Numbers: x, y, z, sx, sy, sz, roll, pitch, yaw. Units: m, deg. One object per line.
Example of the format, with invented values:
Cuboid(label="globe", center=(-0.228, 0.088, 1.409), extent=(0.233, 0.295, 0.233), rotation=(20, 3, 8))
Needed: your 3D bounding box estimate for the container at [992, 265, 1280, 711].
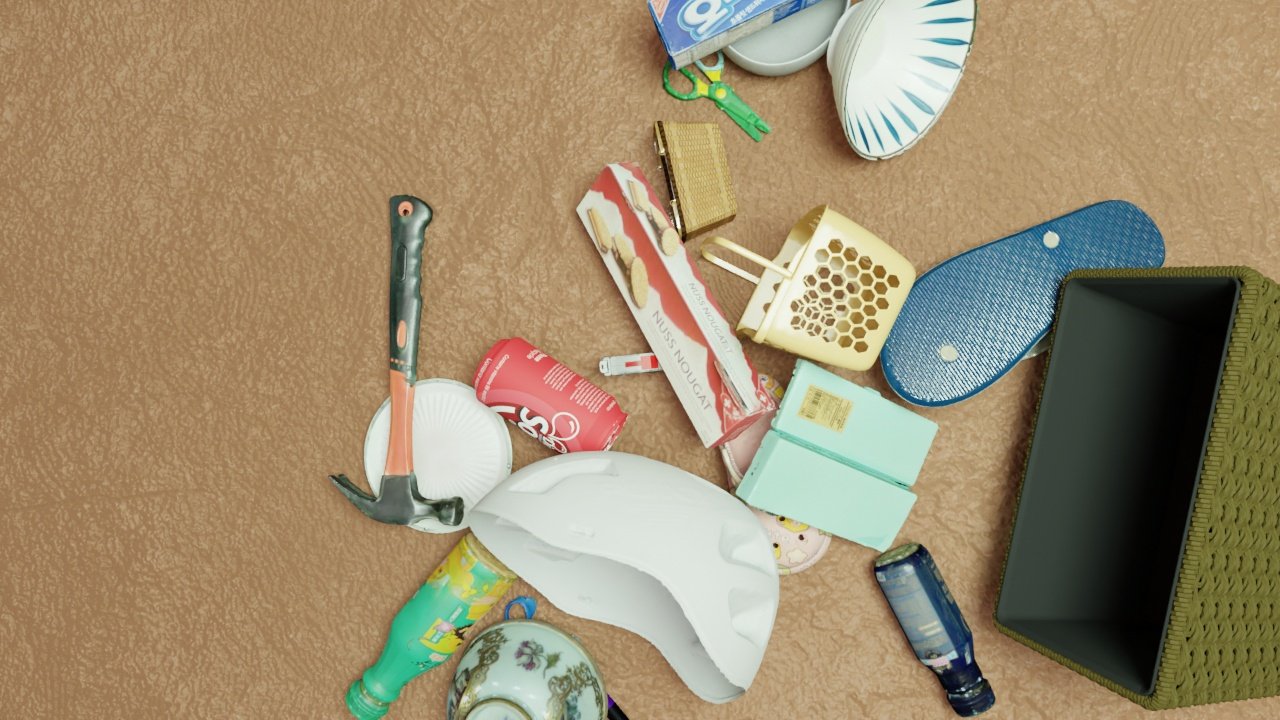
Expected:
Cuboid(label="container", center=(0.458, 0.103, 0.752), extent=(0.205, 0.176, 0.321), rotation=(11, 91, -19))

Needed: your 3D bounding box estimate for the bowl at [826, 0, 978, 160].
Cuboid(label="bowl", center=(0.219, -0.278, 0.828), extent=(0.071, 0.177, 0.177), rotation=(38, 95, 37))

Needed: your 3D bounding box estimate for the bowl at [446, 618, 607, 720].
Cuboid(label="bowl", center=(-0.120, 0.339, 0.874), extent=(0.160, 0.093, 0.160), rotation=(1, 95, 13))

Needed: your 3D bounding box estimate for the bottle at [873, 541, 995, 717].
Cuboid(label="bottle", center=(0.274, 0.249, 0.851), extent=(0.056, 0.056, 0.160), rotation=(-28, 86, 6))

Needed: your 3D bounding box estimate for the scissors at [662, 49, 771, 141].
Cuboid(label="scissors", center=(0.083, -0.266, 0.901), extent=(0.130, 0.014, 0.070), rotation=(38, 95, 7))

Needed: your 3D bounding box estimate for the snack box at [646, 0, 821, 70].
Cuboid(label="snack box", center=(0.120, -0.333, 0.806), extent=(0.226, 0.059, 0.059), rotation=(-24, 91, 7))

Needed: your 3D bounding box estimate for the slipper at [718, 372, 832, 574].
Cuboid(label="slipper", center=(0.123, 0.105, 0.860), extent=(0.093, 0.081, 0.197), rotation=(-15, 86, 6))

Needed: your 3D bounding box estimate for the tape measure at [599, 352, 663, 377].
Cuboid(label="tape measure", center=(-0.005, 0.005, 0.887), extent=(0.062, 0.060, 0.020), rotation=(-6, 89, 4))

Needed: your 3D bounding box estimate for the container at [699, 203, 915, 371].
Cuboid(label="container", center=(0.131, -0.071, 0.808), extent=(0.167, 0.183, 0.129), rotation=(26, 93, 0))

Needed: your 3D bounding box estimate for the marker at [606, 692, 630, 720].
Cuboid(label="marker", center=(-0.023, 0.356, 0.910), extent=(0.018, 0.015, 0.134), rotation=(-40, 85, -14))

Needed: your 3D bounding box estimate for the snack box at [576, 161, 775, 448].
Cuboid(label="snack box", center=(0.026, -0.055, 0.846), extent=(0.077, 0.044, 0.272), rotation=(-46, 66, 49))

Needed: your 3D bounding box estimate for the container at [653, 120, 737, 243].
Cuboid(label="container", center=(0.052, -0.175, 0.882), extent=(0.061, 0.063, 0.114), rotation=(-12, 88, 0))

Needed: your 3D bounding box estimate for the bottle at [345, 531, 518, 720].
Cuboid(label="bottle", center=(-0.211, 0.268, 0.910), extent=(0.068, 0.068, 0.210), rotation=(41, 95, 6))

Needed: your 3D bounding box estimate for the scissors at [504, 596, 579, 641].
Cuboid(label="scissors", center=(-0.129, 0.296, 0.929), extent=(0.133, 0.015, 0.104), rotation=(-36, 88, 11))

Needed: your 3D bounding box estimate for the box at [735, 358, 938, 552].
Cuboid(label="box", center=(0.185, 0.090, 0.829), extent=(0.186, 0.033, 0.136), rotation=(22, 98, -31))

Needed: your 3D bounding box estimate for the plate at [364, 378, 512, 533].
Cuboid(label="plate", center=(-0.206, 0.097, 0.936), extent=(0.157, 0.014, 0.157), rotation=(0, 90, 7))

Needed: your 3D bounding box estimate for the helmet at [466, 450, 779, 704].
Cuboid(label="helmet", center=(-0.018, 0.180, 0.814), extent=(0.282, 0.225, 0.183), rotation=(9, 56, 9))

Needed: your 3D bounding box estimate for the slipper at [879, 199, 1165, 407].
Cuboid(label="slipper", center=(0.342, -0.056, 0.845), extent=(0.294, 0.060, 0.118), rotation=(-28, 81, -6))

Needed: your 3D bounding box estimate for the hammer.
Cuboid(label="hammer", center=(-0.238, -0.004, 0.923), extent=(0.133, 0.033, 0.333), rotation=(1, 84, 10))

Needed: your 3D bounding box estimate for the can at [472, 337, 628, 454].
Cuboid(label="can", center=(-0.088, 0.040, 0.890), extent=(0.142, 0.074, 0.074), rotation=(32, 94, 7))

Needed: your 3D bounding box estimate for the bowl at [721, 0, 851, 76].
Cuboid(label="bowl", center=(0.129, -0.334, 0.868), extent=(0.132, 0.064, 0.132), rotation=(0, 90, 8))
